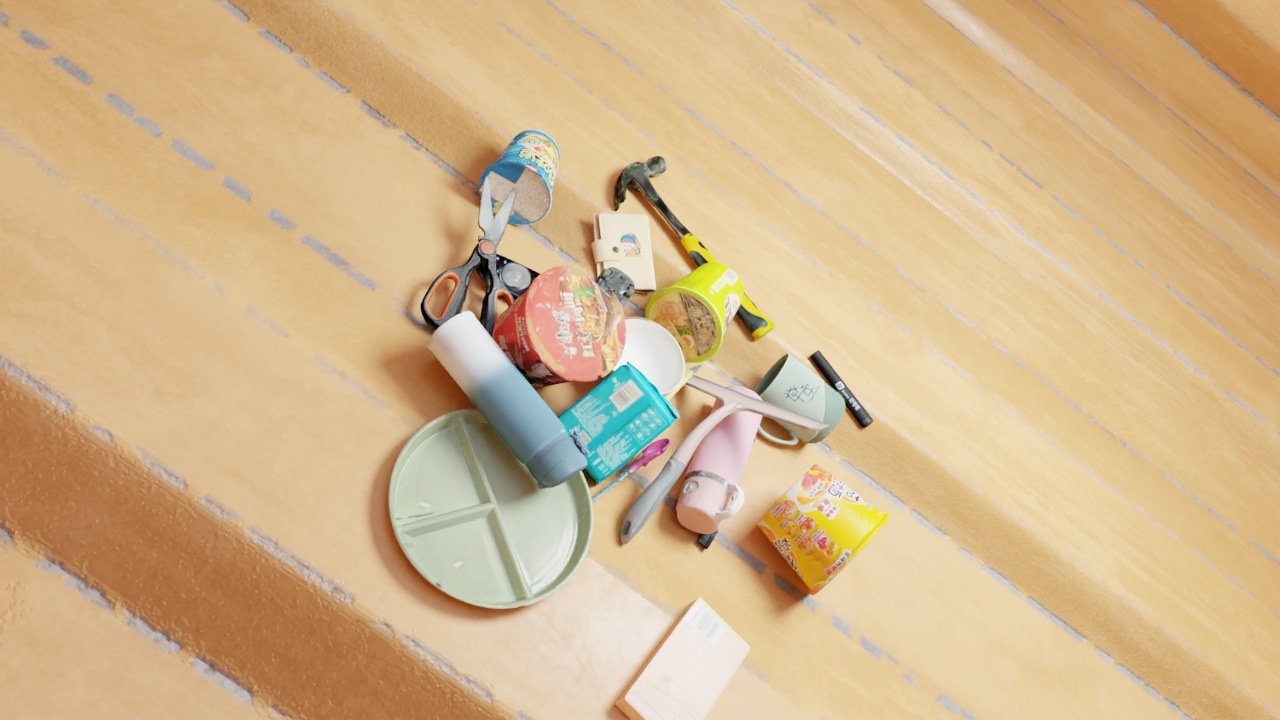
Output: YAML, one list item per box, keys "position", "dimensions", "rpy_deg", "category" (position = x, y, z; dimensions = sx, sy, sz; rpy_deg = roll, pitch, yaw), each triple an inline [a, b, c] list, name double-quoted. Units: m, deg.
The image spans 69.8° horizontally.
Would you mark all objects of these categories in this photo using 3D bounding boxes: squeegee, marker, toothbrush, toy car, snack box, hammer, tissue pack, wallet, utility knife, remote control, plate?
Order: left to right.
- position: [-0.160, 0.159, 0.997]
  dimensions: [0.230, 0.028, 0.229]
  rpy_deg: [15, 55, -22]
  category: "plate"
- position: [-0.147, -0.093, 1.170]
  dimensions: [0.136, 0.024, 0.053]
  rpy_deg: [26, 55, -10]
  category: "remote control"
- position: [-0.051, -0.071, 1.197]
  dimensions: [0.053, 0.045, 0.120]
  rpy_deg: [37, 54, -6]
  category: "toy car"
- position: [-0.032, 0.074, 1.076]
  dimensions: [0.133, 0.050, 0.093]
  rpy_deg: [-39, 87, 2]
  category: "tissue pack"
- position: [-0.025, -0.150, 1.267]
  dimensions: [0.087, 0.024, 0.115]
  rpy_deg: [0, 73, -19]
  category: "wallet"
- position: [0.025, 0.052, 1.163]
  dimensions: [0.165, 0.031, 0.018]
  rpy_deg: [-49, 126, -31]
  category: "utility knife"
- position: [0.049, 0.342, 0.999]
  dimensions: [0.084, 0.026, 0.156]
  rpy_deg: [45, 49, 3]
  category: "snack box"
- position: [0.054, 0.117, 1.091]
  dimensions: [0.249, 0.248, 0.040]
  rpy_deg: [-47, 129, -20]
  category: "squeegee"
- position: [0.079, -0.161, 1.340]
  dimensions: [0.125, 0.032, 0.323]
  rpy_deg: [-31, 79, -40]
  category: "hammer"
- position: [0.112, 0.163, 1.161]
  dimensions: [0.018, 0.014, 0.188]
  rpy_deg: [30, 49, 2]
  category: "toothbrush"
- position: [0.294, 0.041, 1.341]
  dimensions: [0.132, 0.020, 0.022]
  rpy_deg: [55, 21, 13]
  category: "marker"

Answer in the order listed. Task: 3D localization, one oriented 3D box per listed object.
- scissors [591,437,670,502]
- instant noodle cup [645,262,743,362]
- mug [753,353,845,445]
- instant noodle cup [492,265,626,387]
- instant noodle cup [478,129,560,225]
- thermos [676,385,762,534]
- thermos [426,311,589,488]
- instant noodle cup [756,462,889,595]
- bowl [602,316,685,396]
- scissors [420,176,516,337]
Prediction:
- position: [-0.018, 0.133, 1.079]
  dimensions: [0.133, 0.056, 0.017]
  rpy_deg: [-37, 99, -20]
  category: "scissors"
- position: [0.082, -0.073, 1.243]
  dimensions: [0.111, 0.112, 0.123]
  rpy_deg: [43, 40, 1]
  category: "instant noodle cup"
- position: [0.207, 0.066, 1.241]
  dimensions: [0.106, 0.082, 0.111]
  rpy_deg: [38, 79, -4]
  category: "mug"
- position: [-0.103, -0.030, 1.082]
  dimensions: [0.137, 0.109, 0.137]
  rpy_deg: [12, 70, -35]
  category: "instant noodle cup"
- position: [-0.153, -0.252, 1.230]
  dimensions: [0.099, 0.099, 0.109]
  rpy_deg: [27, 42, -12]
  category: "instant noodle cup"
- position: [0.107, 0.120, 1.138]
  dimensions: [0.067, 0.087, 0.198]
  rpy_deg: [53, 42, -27]
  category: "thermos"
- position: [-0.145, 0.045, 1.019]
  dimensions: [0.220, 0.070, 0.070]
  rpy_deg: [49, 49, 7]
  category: "thermos"
- position: [0.218, 0.200, 1.124]
  dimensions: [0.110, 0.138, 0.137]
  rpy_deg: [44, 49, 13]
  category: "instant noodle cup"
- position: [-0.007, 0.007, 1.161]
  dimensions: [0.113, 0.062, 0.113]
  rpy_deg: [14, 56, -22]
  category: "bowl"
- position: [-0.186, -0.116, 1.138]
  dimensions: [0.190, 0.022, 0.228]
  rpy_deg: [46, 59, -8]
  category: "scissors"
